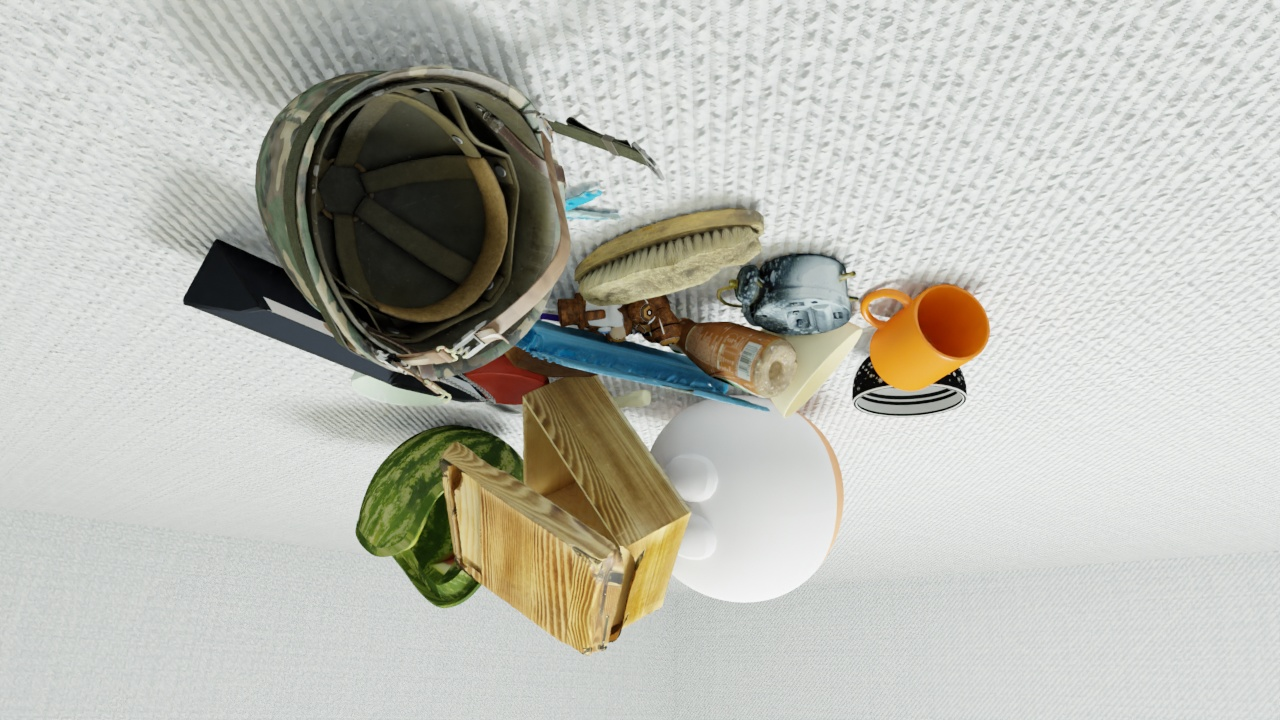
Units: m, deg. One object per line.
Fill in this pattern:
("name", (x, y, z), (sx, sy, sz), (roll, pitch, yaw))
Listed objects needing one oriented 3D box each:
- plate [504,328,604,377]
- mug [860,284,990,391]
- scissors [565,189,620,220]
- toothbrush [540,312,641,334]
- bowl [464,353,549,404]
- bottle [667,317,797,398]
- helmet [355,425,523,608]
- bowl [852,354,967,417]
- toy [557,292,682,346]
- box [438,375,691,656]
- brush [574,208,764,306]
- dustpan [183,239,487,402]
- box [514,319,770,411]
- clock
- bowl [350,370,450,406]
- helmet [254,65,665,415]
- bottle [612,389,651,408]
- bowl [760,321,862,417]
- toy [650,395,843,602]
("plate", (-0.088, -0.013, 1.034), (0.131, 0.025, 0.131), (2, 160, 1))
("mug", (0.266, -0.030, 0.897), (0.112, 0.077, 0.096), (32, 157, 0))
("scissors", (-0.082, -0.118, 0.769), (0.137, 0.012, 0.127), (2, 160, -4))
("toothbrush", (-0.014, -0.035, 0.980), (0.186, 0.016, 0.015), (5, 163, -8))
("bowl", (-0.167, 0.020, 1.121), (0.122, 0.035, 0.122), (2, 160, 1))
("bottle", (0.076, -0.012, 0.906), (0.059, 0.059, 0.167), (22, 180, -43))
("helmet", (-0.286, 0.210, 1.368), (0.243, 0.247, 0.213), (37, 166, 48))
("bowl", (0.293, 0.014, 1.008), (0.120, 0.066, 0.120), (2, 160, 1))
("toy", (-0.022, -0.044, 0.889), (0.112, 0.067, 0.087), (-6, -174, -12))
("box", (-0.093, 0.216, 1.116), (0.220, 0.258, 0.280), (-25, 150, -25))
("brush", (0.021, -0.087, 0.792), (0.196, 0.043, 0.059), (-14, 155, 35))
("dustpan", (-0.313, -0.024, 0.892), (0.236, 0.080, 0.273), (28, -174, -43))
("box", (-0.005, 0.005, 0.907), (0.231, 0.033, 0.175), (13, -173, -29))
("clock", (0.135, -0.058, 0.847), (0.129, 0.052, 0.090), (-4, 159, 14))
("bowl", (-0.272, 0.008, 1.063), (0.117, 0.061, 0.117), (2, 160, 1))
("helmet", (-0.125, -0.083, 0.589), (0.236, 0.192, 0.224), (20, 164, 47))
("bottle", (-0.062, 0.063, 1.213), (0.185, 0.045, 0.045), (-14, 155, 37))
("bowl", (0.157, -0.010, 0.932), (0.074, 0.118, 0.118), (42, 167, 16))
("toy", (0.137, 0.175, 1.204), (0.266, 0.263, 0.280), (3, -178, 37))
